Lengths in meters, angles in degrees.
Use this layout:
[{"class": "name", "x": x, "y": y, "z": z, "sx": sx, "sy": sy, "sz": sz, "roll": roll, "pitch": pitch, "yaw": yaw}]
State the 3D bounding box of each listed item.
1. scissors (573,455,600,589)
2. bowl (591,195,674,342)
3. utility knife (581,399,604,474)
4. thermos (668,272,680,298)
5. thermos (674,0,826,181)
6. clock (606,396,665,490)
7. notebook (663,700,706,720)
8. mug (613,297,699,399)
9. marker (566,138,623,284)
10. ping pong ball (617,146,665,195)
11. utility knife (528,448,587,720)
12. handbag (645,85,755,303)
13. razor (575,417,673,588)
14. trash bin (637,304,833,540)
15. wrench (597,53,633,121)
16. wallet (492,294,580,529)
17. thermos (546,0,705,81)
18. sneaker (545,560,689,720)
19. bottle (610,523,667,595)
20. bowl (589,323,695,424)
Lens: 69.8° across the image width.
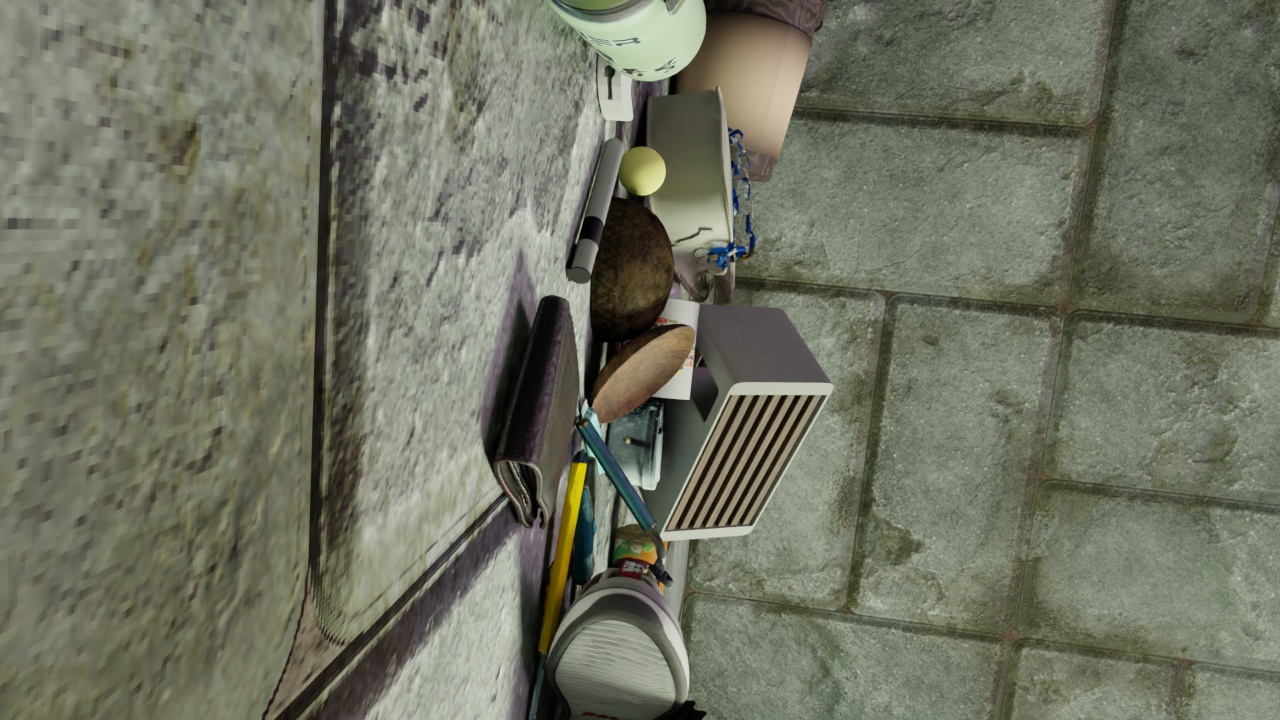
[{"class": "scissors", "x": -0.044, "y": 0.146, "z": 0.758, "sx": 0.132, "sy": 0.019, "sz": 0.148, "roll": 76, "pitch": 20, "yaw": -69}, {"class": "bowl", "x": -0.001, "y": -0.073, "z": 0.759, "sx": 0.121, "sy": 0.056, "sz": 0.121, "roll": 8, "pitch": 88, "yaw": -83}, {"class": "utility knife", "x": -0.038, "y": 0.065, "z": 0.758, "sx": 0.120, "sy": 0.015, "sz": 0.022, "roll": 84, "pitch": 30, "yaw": -59}, {"class": "thermos", "x": 0.016, "y": -0.009, "z": 0.979, "sx": 0.225, "sy": 0.052, "sz": 0.052, "roll": 88, "pitch": 10, "yaw": -48}, {"class": "thermos", "x": 0.117, "y": -0.341, "z": 1.102, "sx": 0.172, "sy": 0.173, "sz": 0.226, "roll": -30, "pitch": 132, "yaw": -81}, {"class": "clock", "x": 0.000, "y": 0.076, "z": 0.919, "sx": 0.129, "sy": 0.052, "sz": 0.090, "roll": -67, "pitch": 161, "yaw": -65}, {"class": "notebook", "x": -0.018, "y": 0.332, "z": 0.707, "sx": 0.169, "sy": 0.019, "sz": 0.232, "roll": -46, "pitch": 166, "yaw": -15}, {"class": "mug", "x": 0.018, "y": -0.012, "z": 0.863, "sx": 0.105, "sy": 0.073, "sz": 0.089, "roll": 7, "pitch": 89, "yaw": -67}, {"class": "marker", "x": -0.030, "y": -0.110, "z": 0.654, "sx": 0.016, "sy": 0.016, "sz": 0.140, "roll": 87, "pitch": 11, "yaw": -51}, {"class": "ping pong ball", "x": 0.001, "y": -0.159, "z": 0.769, "sx": 0.040, "sy": 0.040, "sz": 0.040, "roll": 8, "pitch": 88, "yaw": -83}, {"class": "utility knife", "x": -0.060, "y": 0.164, "z": 0.648, "sx": 0.030, "sy": 0.018, "sz": 0.206, "roll": 28, "pitch": 70, "yaw": -78}, {"class": "handbag", "x": 0.069, "y": -0.156, "z": 0.921, "sx": 0.200, "sy": 0.093, "sz": 0.200, "roll": 67, "pitch": 19, "yaw": -54}, {"class": "razor", "x": -0.010, "y": 0.107, "z": 0.708, "sx": 0.144, "sy": 0.022, "sz": 0.042, "roll": 62, "pitch": -9, "yaw": -4}, {"class": "trash bin", "x": 0.085, "y": 0.068, "z": 0.959, "sx": 0.114, "sy": 0.114, "sz": 0.229, "roll": -115, "pitch": -145, "yaw": -43}, {"class": "wrench", "x": -0.016, "y": -0.294, "z": 0.614, "sx": 0.086, "sy": 0.018, "sz": 0.274, "roll": -74, "pitch": 166, "yaw": -49}, {"class": "wallet", "x": -0.056, "y": 0.034, "z": 0.528, "sx": 0.120, "sy": 0.031, "sz": 0.099, "roll": 88, "pitch": 13, "yaw": -63}, {"class": "thermos", "x": -0.006, "y": -0.204, "z": 0.494, "sx": 0.231, "sy": 0.082, "sz": 0.082, "roll": -49, "pitch": 145, "yaw": -79}, {"class": "sneaker", "x": -0.014, "y": 0.197, "z": 0.683, "sx": 0.264, "sy": 0.097, "sz": 0.128, "roll": 101, "pitch": -1, "yaw": -56}, {"class": "bottle", "x": -0.007, "y": 0.266, "z": 1.007, "sx": 0.059, "sy": 0.059, "sz": 0.167, "roll": -41, "pitch": 137, "yaw": -80}, {"class": "bowl", "x": -0.005, "y": 0.005, "z": 0.766, "sx": 0.114, "sy": 0.026, "sz": 0.102, "roll": -34, "pitch": 157, "yaw": -25}]
